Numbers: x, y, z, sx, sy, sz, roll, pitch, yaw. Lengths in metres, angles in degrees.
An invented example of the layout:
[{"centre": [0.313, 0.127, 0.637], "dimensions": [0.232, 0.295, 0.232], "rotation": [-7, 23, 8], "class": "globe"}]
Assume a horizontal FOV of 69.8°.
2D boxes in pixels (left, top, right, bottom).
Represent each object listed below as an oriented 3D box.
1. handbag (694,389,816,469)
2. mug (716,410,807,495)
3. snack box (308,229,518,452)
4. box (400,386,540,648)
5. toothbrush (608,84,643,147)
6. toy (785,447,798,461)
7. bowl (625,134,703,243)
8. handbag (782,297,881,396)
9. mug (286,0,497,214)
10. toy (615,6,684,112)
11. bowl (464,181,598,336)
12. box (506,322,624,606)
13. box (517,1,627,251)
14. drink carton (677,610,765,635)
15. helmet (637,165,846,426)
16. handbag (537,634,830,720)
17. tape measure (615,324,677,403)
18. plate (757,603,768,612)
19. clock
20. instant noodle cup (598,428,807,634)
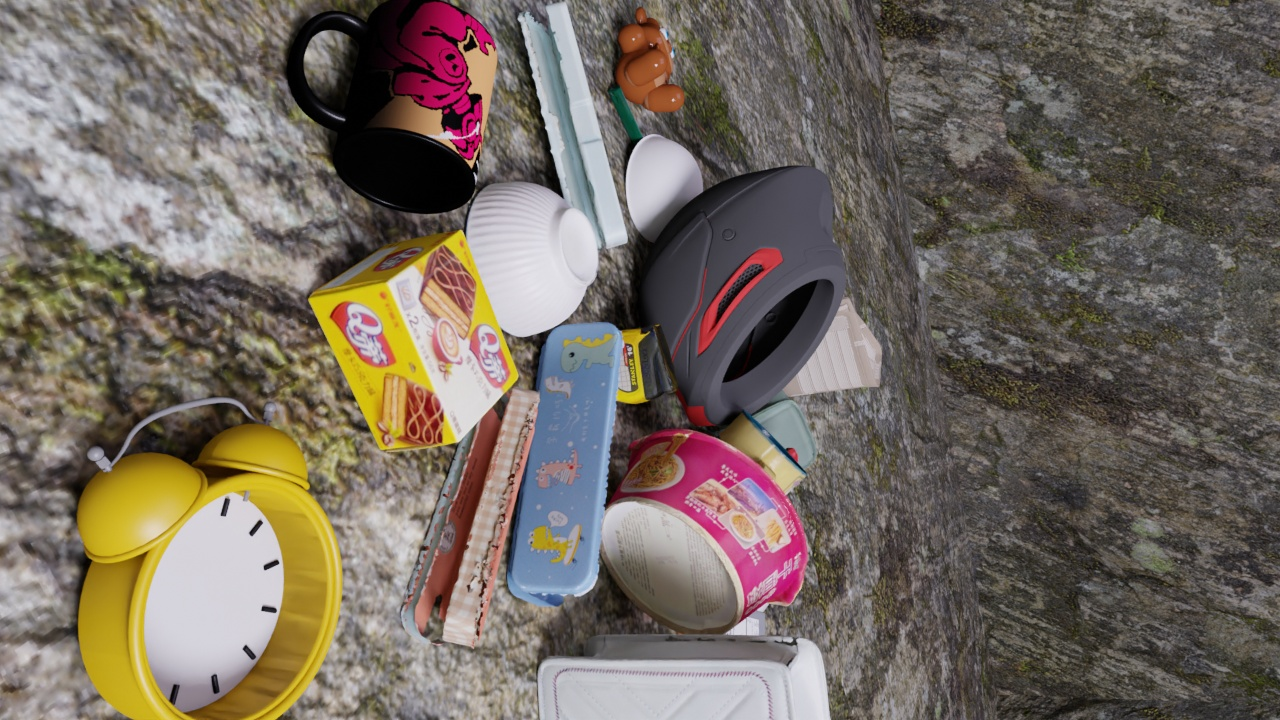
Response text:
[{"centre": [0.126, 0.081, 1.016], "dimensions": [0.122, 0.106, 0.067], "rotation": [59, 0, -42], "class": "handbag"}, {"centre": [0.086, 0.112, 0.825], "dimensions": [0.083, 0.107, 0.113], "rotation": [46, 5, -5], "class": "mug"}, {"centre": [-0.131, -0.011, 0.546], "dimensions": [0.083, 0.061, 0.106], "rotation": [-54, 132, -55], "class": "snack box"}, {"centre": [-0.111, 0.096, 0.605], "dimensions": [0.058, 0.062, 0.187], "rotation": [93, 7, -50], "class": "box"}, {"centre": [0.013, -0.202, 0.949], "dimensions": [0.017, 0.016, 0.190], "rotation": [-56, 136, -29], "class": "toothbrush"}, {"centre": [0.088, 0.115, 0.905], "dimensions": [0.094, 0.133, 0.088], "rotation": [56, 25, -27], "class": "toy"}, {"centre": [0.034, -0.174, 0.930], "dimensions": [0.109, 0.041, 0.110], "rotation": [-8, 99, -54], "class": "bowl"}, {"centre": [0.158, -0.044, 1.032], "dimensions": [0.198, 0.176, 0.062], "rotation": [59, 34, -36], "class": "handbag"}, {"centre": [-0.148, -0.157, 0.544], "dimensions": [0.118, 0.082, 0.098], "rotation": [20, 62, -31], "class": "mug"}, {"centre": [0.012, -0.306, 0.926], "dimensions": [0.095, 0.065, 0.127], "rotation": [65, 25, -44], "class": "toy"}, {"centre": [-0.072, -0.080, 0.687], "dimensions": [0.118, 0.062, 0.118], "rotation": [28, 58, -60], "class": "bowl"}, {"centre": [-0.047, 0.078, 0.694], "dimensions": [0.074, 0.078, 0.208], "rotation": [47, 43, -56], "class": "box"}, {"centre": [-0.052, -0.189, 0.763], "dimensions": [0.082, 0.066, 0.199], "rotation": [-28, 104, -65], "class": "box"}, {"centre": [0.084, 0.280, 0.930], "dimensions": [0.125, 0.049, 0.076], "rotation": [36, 52, -57], "class": "drink carton"}, {"centre": [0.091, -0.078, 0.883], "dimensions": [0.264, 0.170, 0.164], "rotation": [-47, 146, -4], "class": "helmet"}, {"centre": [0.034, 0.273, 0.657], "dimensions": [0.096, 0.199, 0.142], "rotation": [3, 81, -66], "class": "handbag"}, {"centre": [-0.005, 0.005, 0.803], "dimensions": [0.037, 0.064, 0.065], "rotation": [-10, 83, -72], "class": "tape measure"}, {"centre": [0.133, 0.225, 1.063], "dimensions": [0.174, 0.036, 0.173], "rotation": [28, 59, -60], "class": "plate"}, {"centre": [-0.190, 0.093, 0.410], "dimensions": [0.113, 0.052, 0.152], "rotation": [-21, 107, -64], "class": "clock"}, {"centre": [0.040, 0.151, 0.755], "dimensions": [0.077, 0.179, 0.179], "rotation": [-39, 120, -42], "class": "instant noodle cup"}]
